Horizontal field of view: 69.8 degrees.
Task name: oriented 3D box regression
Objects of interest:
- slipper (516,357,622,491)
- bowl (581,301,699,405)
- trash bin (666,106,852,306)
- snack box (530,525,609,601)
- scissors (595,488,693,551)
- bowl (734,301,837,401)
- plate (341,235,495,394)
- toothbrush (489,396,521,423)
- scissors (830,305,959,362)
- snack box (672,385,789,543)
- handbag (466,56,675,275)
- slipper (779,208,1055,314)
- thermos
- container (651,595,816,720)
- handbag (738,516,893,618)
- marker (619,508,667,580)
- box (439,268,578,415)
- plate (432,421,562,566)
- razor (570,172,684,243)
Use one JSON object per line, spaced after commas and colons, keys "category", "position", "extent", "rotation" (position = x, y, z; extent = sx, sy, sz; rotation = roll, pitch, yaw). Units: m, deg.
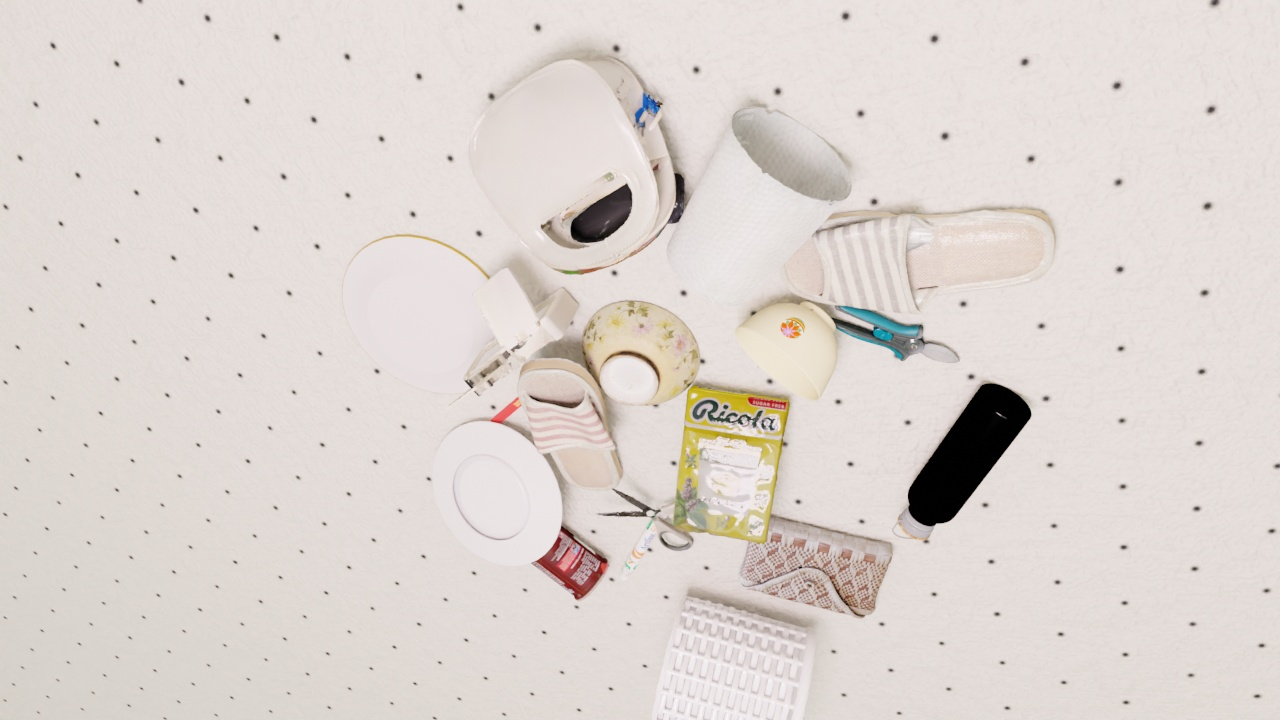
{"category": "slipper", "position": [-0.081, 0.094, 1.130], "extent": [0.115, 0.052, 0.263], "rotation": [2, 142, 15]}
{"category": "bowl", "position": [-0.007, 0.006, 1.083], "extent": [0.145, 0.063, 0.145], "rotation": [7, 124, 10]}
{"category": "trash bin", "position": [0.108, -0.145, 0.914], "extent": [0.133, 0.133, 0.162], "rotation": [31, 130, -5]}
{"category": "snack box", "position": [-0.112, 0.274, 1.289], "extent": [0.121, 0.072, 0.072], "rotation": [40, 124, -10]}
{"category": "scissors", "position": [0.031, 0.206, 1.214], "extent": [0.171, 0.012, 0.157], "rotation": [-16, 129, 10]}
{"category": "bowl", "position": [0.171, -0.022, 0.999], "extent": [0.118, 0.118, 0.074], "rotation": [44, 81, -14]}
{"category": "plate", "position": [-0.272, -0.049, 1.152], "extent": [0.230, 0.021, 0.230], "rotation": [8, 124, 12]}
{"category": "toothbrush", "position": [-0.207, 0.094, 1.230], "extent": [0.012, 0.017, 0.213], "rotation": [43, 124, -13]}
{"category": "scissors", "position": [0.274, -0.022, 1.009], "extent": [0.139, 0.019, 0.136], "rotation": [-23, 116, 27]}
{"category": "snack box", "position": [0.105, 0.127, 1.100], "extent": [0.121, 0.045, 0.181], "rotation": [9, 99, 11]}
{"category": "handbag", "position": [-0.058, -0.193, 0.938], "extent": [0.201, 0.092, 0.199], "rotation": [-24, 96, 29]}
{"category": "slipper", "position": [0.277, -0.103, 0.936], "extent": [0.273, 0.053, 0.114], "rotation": [-2, 127, 17]}
{"category": "thermos", "position": [0.360, 0.131, 1.058], "extent": [0.061, 0.061, 0.232], "rotation": [23, 126, 1]}
{"category": "container", "position": [0.127, 0.435, 1.252], "extent": [0.187, 0.188, 0.190], "rotation": [13, 125, 9]}
{"category": "handbag", "position": [0.226, 0.273, 1.202], "extent": [0.186, 0.046, 0.124], "rotation": [12, 124, 9]}
{"category": "marker", "position": [0.002, 0.258, 1.277], "extent": [0.017, 0.017, 0.146], "rotation": [26, 126, -1]}
{"category": "box", "position": [-0.168, -0.027, 1.033], "extent": [0.144, 0.183, 0.099], "rotation": [-35, 106, 23]}
{"category": "plate", "position": [-0.199, 0.183, 1.235], "extent": [0.209, 0.015, 0.209], "rotation": [8, 108, 25]}
{"category": "razor", "position": [-0.012, -0.158, 0.988], "extent": [0.141, 0.052, 0.063], "rotation": [-18, 141, 31]}
